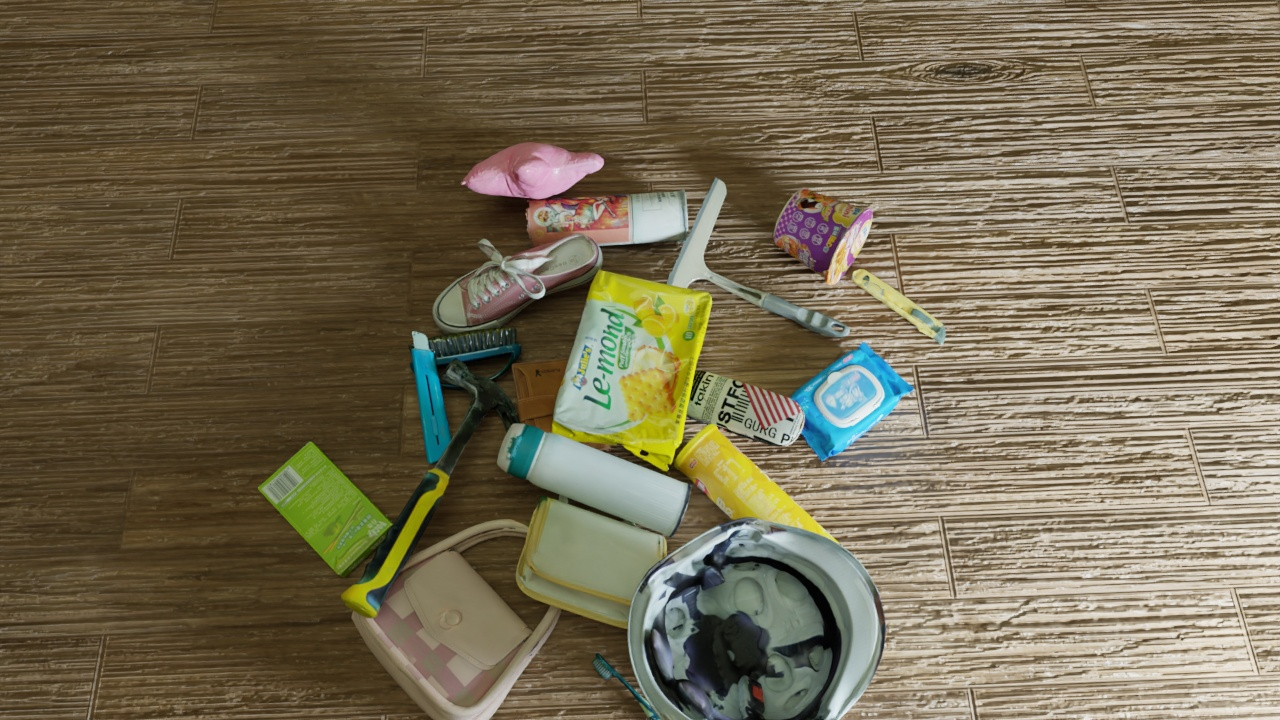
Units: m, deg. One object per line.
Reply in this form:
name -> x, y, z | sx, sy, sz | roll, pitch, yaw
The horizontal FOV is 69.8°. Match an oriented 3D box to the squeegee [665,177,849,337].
squeegee -> 0.160, -0.084, 1.220 | 0.246, 0.039, 0.246 | 24, 84, 7

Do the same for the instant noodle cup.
instant noodle cup -> 0.239, -0.172, 1.224 | 0.099, 0.112, 0.111 | 32, 71, 20

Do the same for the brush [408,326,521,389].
brush -> -0.223, -0.001, 1.180 | 0.144, 0.055, 0.073 | -10, 89, -4

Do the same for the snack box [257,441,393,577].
snack box -> -0.381, 0.180, 1.117 | 0.156, 0.026, 0.085 | 40, 73, 15

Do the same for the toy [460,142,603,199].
toy -> -0.159, -0.254, 1.234 | 0.178, 0.195, 0.074 | -13, 104, -24

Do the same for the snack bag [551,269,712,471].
snack bag -> -0.007, 0.007, 1.139 | 0.158, 0.068, 0.246 | 12, 65, 6

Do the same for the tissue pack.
tissue pack -> 0.260, 0.048, 1.156 | 0.157, 0.052, 0.095 | -35, 72, -13

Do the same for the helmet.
helmet -> 0.111, 0.293, 0.961 | 0.258, 0.146, 0.229 | -19, 70, -16

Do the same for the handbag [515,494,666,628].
handbag -> -0.052, 0.213, 1.077 | 0.163, 0.063, 0.178 | 20, 40, -8

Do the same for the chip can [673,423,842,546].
chip can -> 0.139, 0.171, 1.095 | 0.213, 0.072, 0.072 | 42, 73, 16

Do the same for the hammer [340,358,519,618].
hammer -> -0.240, 0.150, 1.066 | 0.126, 0.032, 0.322 | 36, 52, -14

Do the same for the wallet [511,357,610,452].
wallet -> -0.108, 0.062, 1.155 | 0.119, 0.035, 0.130 | -5, 67, -22

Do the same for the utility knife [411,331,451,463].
utility knife -> -0.263, 0.045, 1.143 | 0.034, 0.018, 0.166 | -10, 92, -4

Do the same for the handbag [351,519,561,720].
handbag -> -0.187, 0.283, 1.054 | 0.193, 0.094, 0.233 | 42, 62, 16

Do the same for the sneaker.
sneaker -> -0.168, -0.108, 1.189 | 0.241, 0.088, 0.118 | -22, 69, 6

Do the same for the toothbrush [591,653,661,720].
toothbrush -> 0.014, 0.402, 1.030 | 0.191, 0.016, 0.018 | 42, 83, 16

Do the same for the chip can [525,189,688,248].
chip can -> -0.045, -0.190, 1.248 | 0.215, 0.071, 0.071 | -4, 67, -1

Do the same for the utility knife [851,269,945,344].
utility knife -> 0.347, -0.074, 1.231 | 0.152, 0.018, 0.030 | 36, 66, 19

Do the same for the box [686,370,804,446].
box -> 0.122, 0.057, 1.134 | 0.164, 0.064, 0.074 | 14, 54, 26

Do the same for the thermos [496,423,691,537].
thermos -> -0.057, 0.136, 1.072 | 0.224, 0.073, 0.073 | 21, 68, -4
